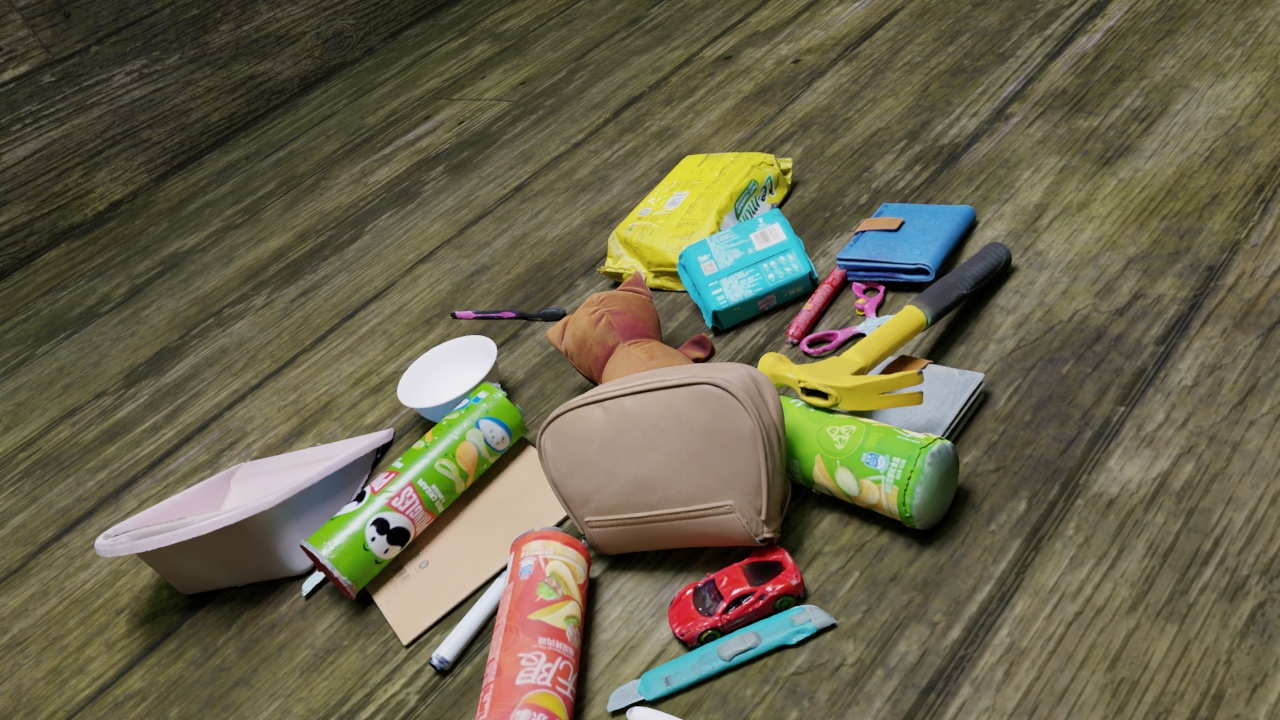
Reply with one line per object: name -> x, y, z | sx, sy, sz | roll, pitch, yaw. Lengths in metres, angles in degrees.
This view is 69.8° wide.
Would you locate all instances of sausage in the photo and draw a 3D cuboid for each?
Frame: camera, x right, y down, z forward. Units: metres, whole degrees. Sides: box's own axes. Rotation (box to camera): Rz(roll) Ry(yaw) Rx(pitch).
sausage -> 0.190, -0.067, 0.952 | 0.020, 0.020, 0.155 | 11, 47, 40

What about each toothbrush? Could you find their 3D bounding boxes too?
toothbrush -> 0.064, 0.254, 0.600 | 0.180, 0.016, 0.016 | 4, 41, 35
toothbrush -> -0.171, -0.060, 1.166 | 0.190, 0.014, 0.017 | 2, 32, 33

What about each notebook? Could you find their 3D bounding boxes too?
notebook -> -0.164, 0.162, 0.869 | 0.207, 0.008, 0.148 | -37, 36, -18

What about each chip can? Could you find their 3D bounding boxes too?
chip can -> -0.080, 0.226, 0.678 | 0.073, 0.073, 0.216 | -15, 35, 13
chip can -> -0.211, 0.119, 0.883 | 0.072, 0.072, 0.235 | 16, 51, 44
chip can -> 0.146, 0.071, 0.746 | 0.222, 0.073, 0.072 | 16, 51, 43

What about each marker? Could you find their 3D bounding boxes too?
marker -> -0.129, 0.209, 0.777 | 0.023, 0.018, 0.130 | 17, 51, 32

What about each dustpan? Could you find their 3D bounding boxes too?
dustpan -> -0.411, 0.129, 0.948 | 0.223, 0.139, 0.272 | -15, 36, 14

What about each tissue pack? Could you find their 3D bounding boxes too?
tissue pack -> 0.113, -0.096, 0.984 | 0.133, 0.050, 0.093 | -23, 64, 0

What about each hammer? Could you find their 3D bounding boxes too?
hammer -> 0.243, -0.037, 0.808 | 0.299, 0.033, 0.129 | -32, 35, -34

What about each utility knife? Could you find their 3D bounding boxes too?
utility knife -> -0.254, 0.155, 0.924 | 0.034, 0.018, 0.218 | 19, 54, 45
utility knife -> 0.056, 0.214, 0.661 | 0.176, 0.013, 0.029 | -24, 34, 1

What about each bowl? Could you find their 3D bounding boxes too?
bowl -> -0.200, 0.034, 1.011 | 0.118, 0.065, 0.118 | -16, 35, 11

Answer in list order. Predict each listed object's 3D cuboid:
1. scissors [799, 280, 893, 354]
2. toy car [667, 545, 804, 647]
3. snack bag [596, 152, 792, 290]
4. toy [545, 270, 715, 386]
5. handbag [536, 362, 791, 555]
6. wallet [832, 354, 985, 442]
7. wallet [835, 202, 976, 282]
scissors -> 0.219, -0.036, 0.898 | 0.134, 0.017, 0.133 | -14, 38, 9
toy car -> 0.069, 0.176, 0.690 | 0.106, 0.031, 0.049 | -26, 33, 1
snack bag -> 0.067, -0.178, 1.132 | 0.158, 0.068, 0.245 | 8, 47, 38
toy -> -0.005, 0.005, 0.892 | 0.140, 0.131, 0.199 | -30, 56, -12
handbag -> 0.024, 0.079, 0.742 | 0.205, 0.148, 0.099 | -11, 7, 32
wallet -> 0.214, 0.032, 0.788 | 0.130, 0.037, 0.106 | 16, 52, 43
wallet -> 0.277, -0.126, 0.956 | 0.106, 0.040, 0.132 | 9, 38, 36
